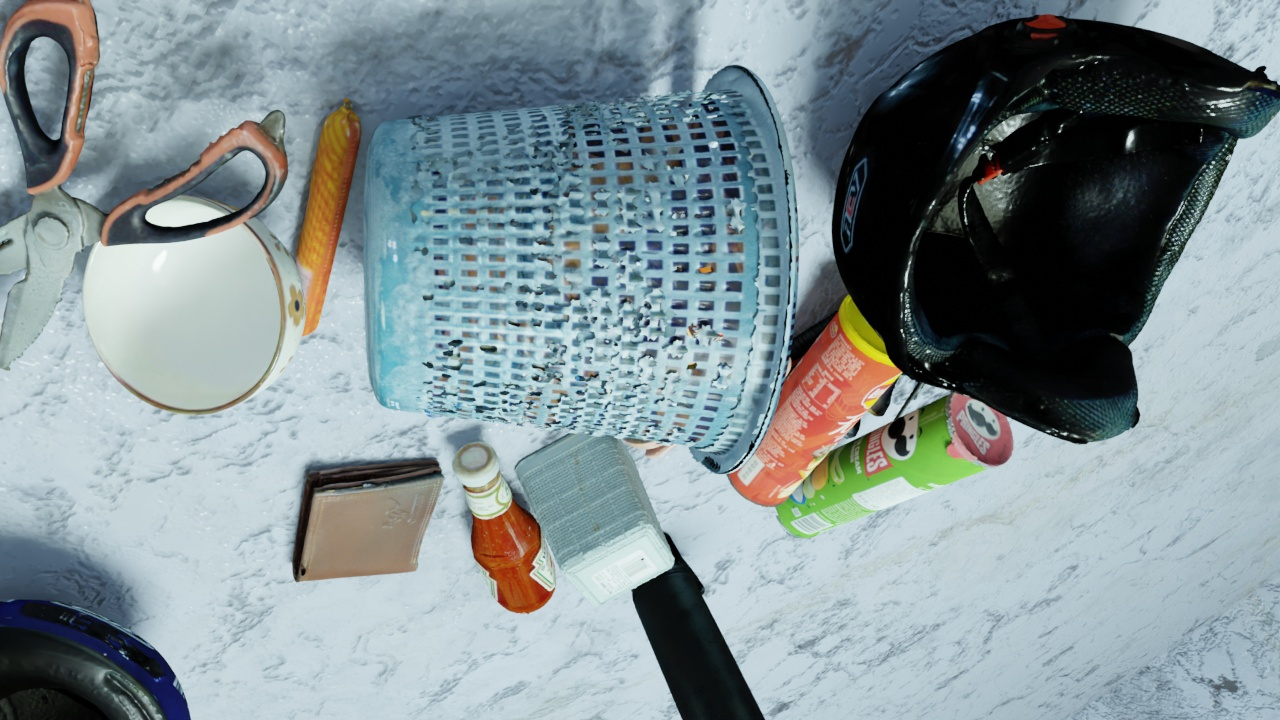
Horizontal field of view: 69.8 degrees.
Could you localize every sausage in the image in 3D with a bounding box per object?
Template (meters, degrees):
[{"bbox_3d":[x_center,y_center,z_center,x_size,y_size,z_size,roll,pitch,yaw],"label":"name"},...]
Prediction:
[{"bbox_3d":[-0.182,-0.074,0.522,0.021,0.021,0.166,2,131,-32],"label":"sausage"}]

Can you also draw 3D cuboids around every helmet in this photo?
[{"bbox_3d":[-0.410,0.272,0.582,0.247,0.239,0.316,32,123,-18],"label":"helmet"},{"bbox_3d":[0.234,-0.094,0.577,0.274,0.230,0.234,-5,120,-27],"label":"helmet"}]

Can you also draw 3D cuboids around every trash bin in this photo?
[{"bbox_3d":[-0.046,-0.050,0.500,0.195,0.226,0.227,1,133,-13],"label":"trash bin"}]

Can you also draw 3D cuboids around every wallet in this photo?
[{"bbox_3d":[-0.212,0.128,0.713,0.101,0.032,0.125,-2,134,-31],"label":"wallet"}]

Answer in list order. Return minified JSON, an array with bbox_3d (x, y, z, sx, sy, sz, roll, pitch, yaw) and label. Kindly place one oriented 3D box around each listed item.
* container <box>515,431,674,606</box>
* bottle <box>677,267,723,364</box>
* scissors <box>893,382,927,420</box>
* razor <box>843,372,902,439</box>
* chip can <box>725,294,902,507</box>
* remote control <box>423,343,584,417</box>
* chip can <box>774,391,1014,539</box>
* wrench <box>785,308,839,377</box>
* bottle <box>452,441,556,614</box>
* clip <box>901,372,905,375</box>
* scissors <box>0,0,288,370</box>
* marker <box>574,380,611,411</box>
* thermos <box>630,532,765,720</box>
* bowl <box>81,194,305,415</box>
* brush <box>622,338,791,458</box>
[{"bbox_3d":[-0.035,0.128,0.749,0.090,0.111,0.090,-28,140,0],"label":"container"},{"bbox_3d":[0.038,-0.034,0.656,0.066,0.066,0.150,13,126,-39],"label":"bottle"},{"bbox_3d":[0.262,-0.013,0.800,0.221,0.022,0.228,-58,161,12],"label":"scissors"},{"bbox_3d":[0.204,-0.005,0.783,0.067,0.062,0.168,23,129,-4],"label":"razor"},{"bbox_3d":[0.146,0.039,0.765,0.073,0.073,0.217,-1,141,-29],"label":"chip can"},{"bbox_3d":[-0.095,0.011,0.659,0.124,0.024,0.049,-6,135,-23],"label":"remote control"},{"bbox_3d":[0.213,0.098,0.819,0.072,0.072,0.237,2,155,-32],"label":"chip can"},{"bbox_3d":[0.190,-0.051,0.761,0.274,0.016,0.056,-38,142,11],"label":"wrench"},{"bbox_3d":[-0.113,0.140,0.758,0.059,0.059,0.206,-20,139,-10],"label":"bottle"},{"bbox_3d":[0.251,-0.008,0.844,0.038,0.013,0.056,14,126,-39],"label":"clip"},{"bbox_3d":[-0.267,-0.078,0.439,0.189,0.015,0.227,11,119,-7],"label":"scissors"},{"bbox_3d":[-0.004,0.004,0.712,0.124,0.015,0.018,-37,117,13],"label":"marker"},{"bbox_3d":[0.058,0.273,0.852,0.089,0.242,0.069,14,125,-38],"label":"thermos"},{"bbox_3d":[-0.229,-0.031,0.495,0.113,0.113,0.062,-38,-179,11],"label":"bowl"},{"bbox_3d":[0.046,0.023,0.723,0.146,0.063,0.073,-36,129,10],"label":"brush"}]
